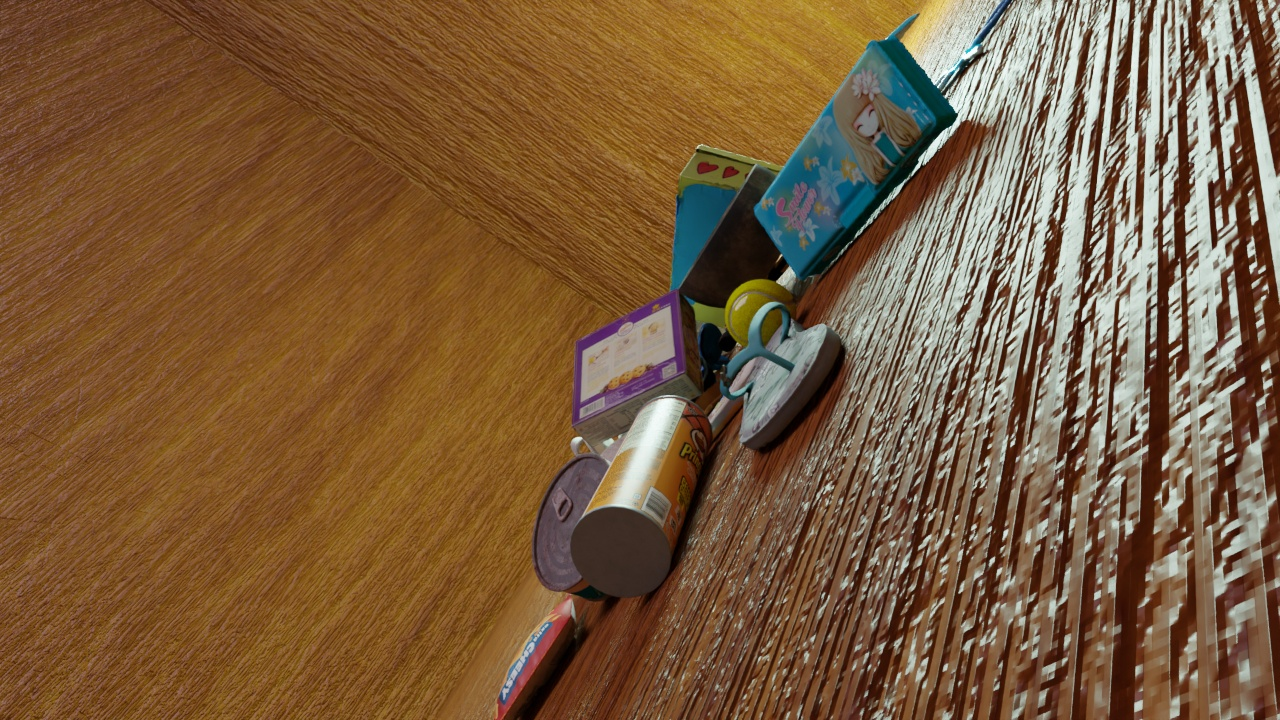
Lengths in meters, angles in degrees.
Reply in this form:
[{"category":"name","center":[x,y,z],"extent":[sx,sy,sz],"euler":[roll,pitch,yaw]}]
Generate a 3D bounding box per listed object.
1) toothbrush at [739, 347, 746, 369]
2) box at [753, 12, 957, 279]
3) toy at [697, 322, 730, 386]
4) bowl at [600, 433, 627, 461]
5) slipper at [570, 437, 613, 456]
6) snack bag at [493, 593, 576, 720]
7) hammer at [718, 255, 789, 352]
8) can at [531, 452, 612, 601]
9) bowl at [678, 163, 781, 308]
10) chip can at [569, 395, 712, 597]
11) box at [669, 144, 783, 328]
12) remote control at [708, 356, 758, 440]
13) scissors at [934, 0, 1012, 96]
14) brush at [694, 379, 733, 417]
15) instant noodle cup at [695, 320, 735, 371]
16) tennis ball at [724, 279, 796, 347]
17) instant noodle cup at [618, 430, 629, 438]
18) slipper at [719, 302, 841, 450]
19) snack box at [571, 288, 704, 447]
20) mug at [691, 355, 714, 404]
[{"category":"toothbrush","center":[0.134,-0.034,1.035],"extent":[0.134,0.017,0.022],"euler":[-59,3,-32]},{"category":"box","center":[0.182,-0.199,0.830],"extent":[0.228,0.086,0.169],"euler":[125,153,-55]},{"category":"toy","center":[0.074,0.009,1.142],"extent":[0.176,0.071,0.113],"euler":[-68,1,-86]},{"category":"bowl","center":[-0.016,0.132,0.960],"extent":[0.178,0.081,0.178],"euler":[-54,2,2]},{"category":"slipper","center":[-0.040,0.137,1.210],"extent":[0.054,0.114,0.273],"euler":[-44,-8,-3]},{"category":"snack bag","center":[-0.102,0.294,0.896],"extent":[0.130,0.039,0.144],"euler":[-56,0,-7]},{"category":"hammer","center":[0.182,-0.138,0.993],"extent":[0.322,0.036,0.123],"euler":[-53,6,42]},{"category":"can","center":[-0.047,0.154,0.852],"extent":[0.130,0.044,0.129],"euler":[-35,43,40]},{"category":"bowl","center":[0.112,-0.126,0.996],"extent":[0.162,0.070,0.162],"euler":[-58,1,1]},{"category":"chip can","center":[0.008,0.102,0.753],"extent":[0.075,0.075,0.214],"euler":[-56,1,23]},{"category":"box","center":[0.107,-0.151,1.167],"extent":[0.082,0.124,0.221],"euler":[-58,-22,-44]},{"category":"remote control","center":[0.080,0.045,0.862],"extent":[0.126,0.018,0.038],"euler":[-57,0,35]},{"category":"scissors","center":[0.311,-0.291,0.868],"extent":[0.140,0.011,0.134],"euler":[-55,-2,11]},{"category":"brush","center":[0.061,0.050,0.916],"extent":[0.048,0.017,0.126],"euler":[-56,-11,27]},{"category":"instant noodle cup","center":[0.078,-0.019,1.279],"extent":[0.097,0.097,0.109],"euler":[-56,8,-34]},{"category":"tennis ball","center":[0.110,-0.042,0.839],"extent":[0.065,0.065,0.065],"euler":[-56,1,0]},{"category":"instant noodle cup","center":[0.015,0.075,1.214],"extent":[0.099,0.099,0.107],"euler":[-56,9,33]},{"category":"slipper","center":[0.089,0.005,0.684],"extent":[0.098,0.055,0.268],"euler":[-58,-1,6]},{"category":"snack box","center":[-0.006,0.006,1.010],"extent":[0.144,0.040,0.147],"euler":[-27,37,20]},{"category":"mug","center":[0.032,0.037,1.053],"extent":[0.113,0.078,0.088],"euler":[-38,39,5]}]
